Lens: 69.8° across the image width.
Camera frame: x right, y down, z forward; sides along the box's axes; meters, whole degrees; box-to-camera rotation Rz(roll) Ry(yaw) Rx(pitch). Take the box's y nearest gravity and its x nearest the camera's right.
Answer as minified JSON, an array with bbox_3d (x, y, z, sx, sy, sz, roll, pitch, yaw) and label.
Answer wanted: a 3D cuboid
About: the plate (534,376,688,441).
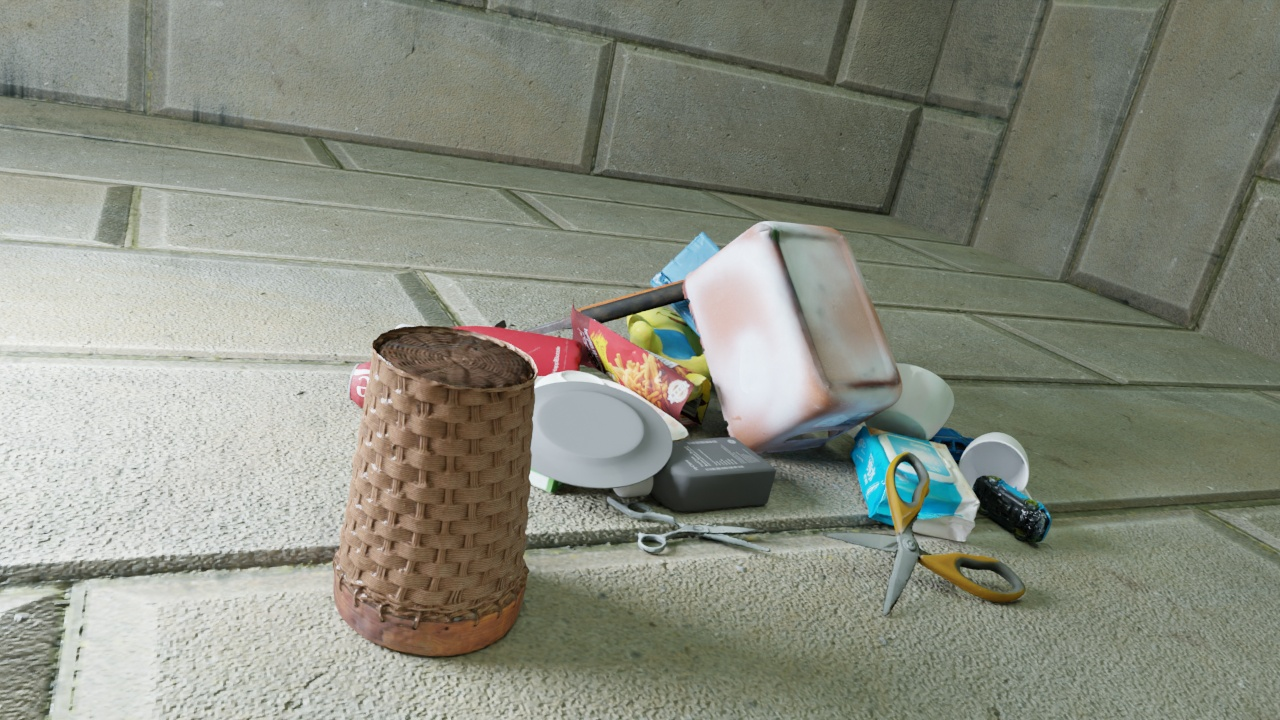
[{"bbox_3d":[-0.056,0.062,1.065,0.186,0.016,0.187,1,21,-40],"label":"plate"}]

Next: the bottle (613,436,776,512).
[{"bbox_3d":[0.051,0.123,0.989,0.173,0.046,0.084,0,22,-32],"label":"bottle"}]

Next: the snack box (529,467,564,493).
[{"bbox_3d":[-0.116,0.086,1.022,0.132,0.027,0.167,19,19,17],"label":"snack box"}]

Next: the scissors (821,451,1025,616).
[{"bbox_3d":[0.282,0.176,0.929,0.225,0.016,0.228,15,44,-12],"label":"scissors"}]

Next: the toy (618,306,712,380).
[{"bbox_3d":[0.033,-0.023,1.346,0.149,0.084,0.213,31,15,-14],"label":"toy"}]

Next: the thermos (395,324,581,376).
[{"bbox_3d":[-0.197,-0.008,1.175,0.240,0.073,0.073,9,19,-8],"label":"thermos"}]

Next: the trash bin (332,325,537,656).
[{"bbox_3d":[-0.147,0.092,0.700,0.151,0.210,0.151,12,19,-4],"label":"trash bin"}]

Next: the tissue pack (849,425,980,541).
[{"bbox_3d":[0.318,0.139,1.086,0.117,0.066,0.209,14,17,1],"label":"tissue pack"}]

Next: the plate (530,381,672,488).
[{"bbox_3d":[-0.053,0.070,0.963,0.178,0.012,0.178,8,33,-6],"label":"plate"}]

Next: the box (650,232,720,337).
[{"bbox_3d":[0.135,-0.068,1.334,0.231,0.112,0.094,48,13,11],"label":"box"}]

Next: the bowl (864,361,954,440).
[{"bbox_3d":[0.339,0.062,1.184,0.116,0.116,0.065,18,60,18],"label":"bowl"}]

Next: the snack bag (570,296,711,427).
[{"bbox_3d":[-0.007,0.007,1.178,0.208,0.139,0.066,33,67,24],"label":"snack bag"}]

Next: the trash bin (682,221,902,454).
[{"bbox_3d":[0.192,-0.034,1.150,0.181,0.158,0.259,-1,65,-36],"label":"trash bin"}]

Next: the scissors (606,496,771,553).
[{"bbox_3d":[0.047,0.163,0.920,0.141,0.014,0.147,-6,25,-36],"label":"scissors"}]

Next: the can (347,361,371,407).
[{"bbox_3d":[-0.275,0.034,1.035,0.096,0.054,0.054,12,19,-1],"label":"can"}]

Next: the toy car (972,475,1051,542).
[{"bbox_3d":[0.438,0.173,1.082,0.032,0.048,0.105,0,21,-31],"label":"toy car"}]

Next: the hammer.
[{"bbox_3d":[-0.067,-0.065,1.286,0.314,0.035,0.137,-16,15,-3],"label":"hammer"}]

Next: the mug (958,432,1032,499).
[{"bbox_3d":[0.459,0.144,1.157,0.114,0.081,0.087,50,23,11],"label":"mug"}]

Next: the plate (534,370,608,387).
[{"bbox_3d":[-0.070,0.033,1.065,0.104,0.026,0.104,14,17,-4],"label":"plate"}]

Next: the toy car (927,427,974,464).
[{"bbox_3d":[0.415,0.117,1.239,0.120,0.044,0.056,8,19,-13],"label":"toy car"}]
